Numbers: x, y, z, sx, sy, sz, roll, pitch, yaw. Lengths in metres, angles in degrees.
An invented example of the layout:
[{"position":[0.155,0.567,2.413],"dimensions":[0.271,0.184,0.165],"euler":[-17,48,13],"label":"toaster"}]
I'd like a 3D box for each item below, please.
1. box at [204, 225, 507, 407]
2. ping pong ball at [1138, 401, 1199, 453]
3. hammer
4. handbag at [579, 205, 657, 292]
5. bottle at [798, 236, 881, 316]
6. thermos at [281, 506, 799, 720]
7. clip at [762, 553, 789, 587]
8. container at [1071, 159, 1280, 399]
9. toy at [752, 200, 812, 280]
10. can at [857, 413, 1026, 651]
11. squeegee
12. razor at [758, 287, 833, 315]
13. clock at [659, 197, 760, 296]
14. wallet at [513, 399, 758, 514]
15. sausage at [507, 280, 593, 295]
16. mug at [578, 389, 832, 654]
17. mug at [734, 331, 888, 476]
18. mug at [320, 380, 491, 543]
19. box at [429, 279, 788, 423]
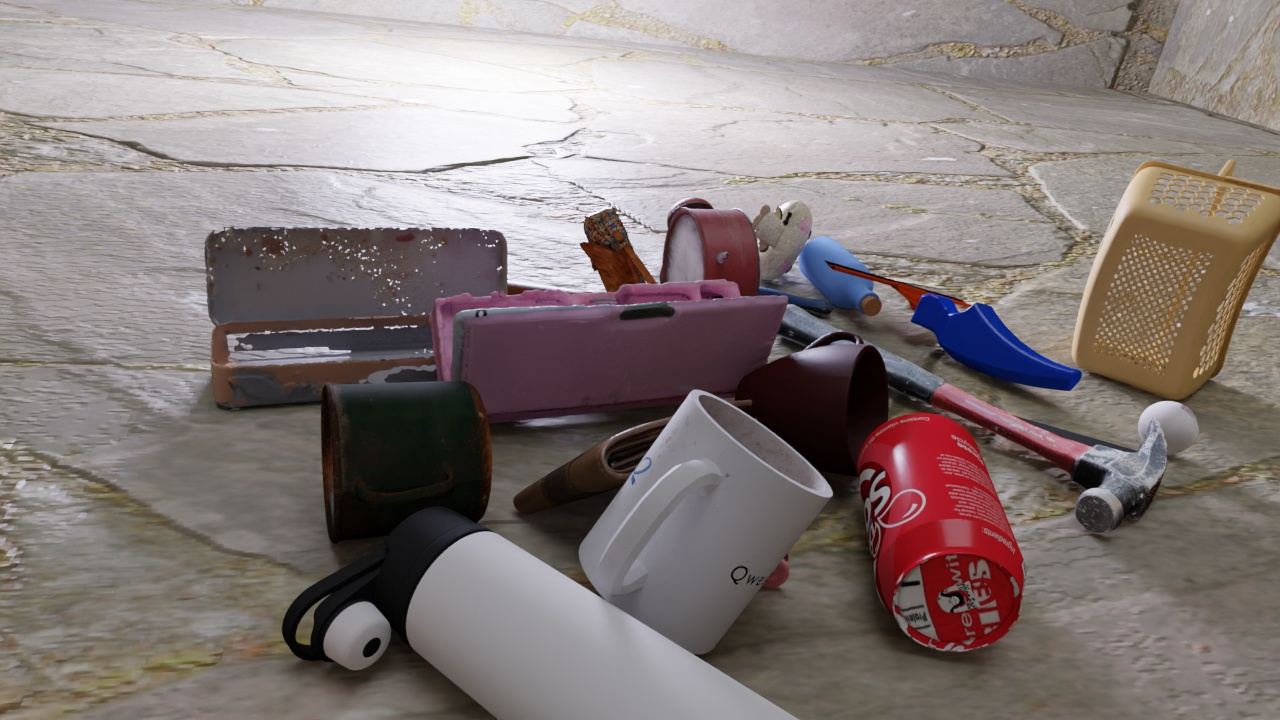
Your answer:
[{"position":[-0.193,-0.038,0.659],"dimensions":[0.216,0.096,0.114],"euler":[-4,32,-22],"label":"box"},{"position":[0.403,0.051,0.700],"dimensions":[0.040,0.040,0.040],"euler":[6,26,-3],"label":"ping pong ball"},{"position":[0.241,0.024,0.721],"dimensions":[0.140,0.036,0.326],"euler":[-19,36,-40],"label":"hammer"},{"position":[0.005,-0.047,0.768],"dimensions":[0.043,0.093,0.195],"euler":[-30,51,-5],"label":"handbag"},{"position":[0.200,-0.078,0.898],"dimensions":[0.048,0.048,0.131],"euler":[1,27,-14],"label":"bottle"},{"position":[-0.039,0.140,0.379],"dimensions":[0.230,0.069,0.101],"euler":[24,44,32],"label":"thermos"},{"position":[0.053,0.109,0.513],"dimensions":[0.060,0.023,0.044],"euler":[-5,30,-13],"label":"clip"},{"position":[0.478,-0.077,0.823],"dimensions":[0.129,0.184,0.166],"euler":[25,39,31],"label":"container"},{"position":[0.141,-0.122,0.927],"dimensions":[0.050,0.087,0.112],"euler":[30,2,10],"label":"toy"},{"position":[0.165,0.090,0.517],"dimensions":[0.074,0.074,0.142],"euler":[9,26,3],"label":"can"},{"position":[0.295,-0.021,0.803],"dimensions":[0.249,0.055,0.185],"euler":[7,20,-44],"label":"squeegee"},{"position":[0.117,-0.066,0.888],"dimensions":[0.141,0.018,0.043],"euler":[19,28,15],"label":"razor"},{"position":[0.058,-0.084,0.801],"dimensions":[0.061,0.110,0.156],"euler":[-2,28,-17],"label":"clock"},{"position":[-0.002,0.056,0.536],"dimensions":[0.120,0.027,0.099],"euler":[-16,-10,-40],"label":"wallet"},{"position":[-0.078,-0.042,0.752],"dimensions":[0.156,0.040,0.040],"euler":[9,26,14],"label":"sausage"},{"position":[0.023,0.076,0.433],"dimensions":[0.083,0.096,0.119],"euler":[40,12,23],"label":"mug"},{"position":[0.117,0.021,0.631],"dimensions":[0.088,0.087,0.113],"euler":[3,48,33],"label":"mug"},{"position":[-0.124,0.056,0.491],"dimensions":[0.081,0.085,0.111],"euler":[-2,12,-23],"label":"mug"},{"position":[-0.017,-0.019,0.623],"dimensions":[0.232,0.107,0.099],"euler":[-3,69,-20],"label":"box"}]
